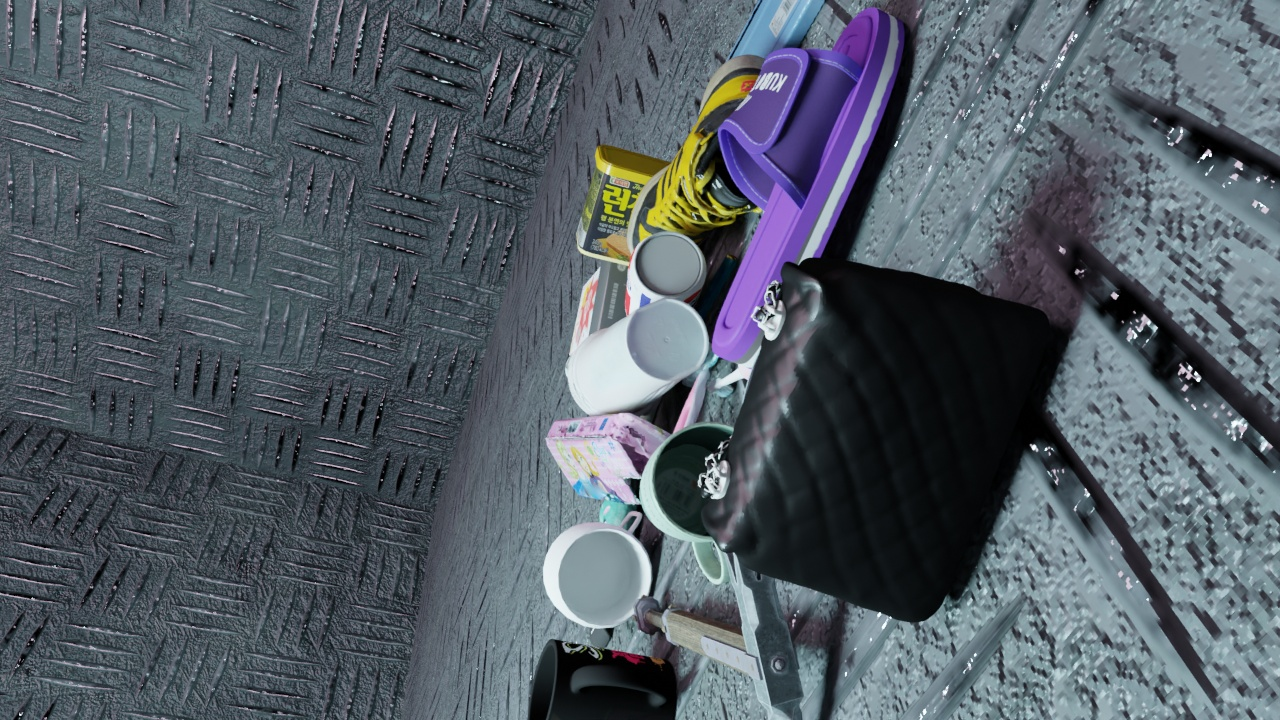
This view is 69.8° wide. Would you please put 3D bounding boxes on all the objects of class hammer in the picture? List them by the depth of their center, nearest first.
[{"bbox_3d":[0.040,0.196,0.643,0.317,0.028,0.147,141,117,-74],"label":"hammer"}]

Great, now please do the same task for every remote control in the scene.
[{"bbox_3d":[-0.042,0.236,0.975,0.146,0.015,0.033,-93,23,-50],"label":"remote control"}]

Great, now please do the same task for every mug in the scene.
[{"bbox_3d":[0.044,0.108,0.672,0.104,0.084,0.111,124,130,-73],"label":"mug"},{"bbox_3d":[-0.026,0.263,0.718,0.118,0.098,0.081,123,157,-51],"label":"mug"},{"bbox_3d":[-0.035,0.189,0.852,0.115,0.094,0.068,-55,8,-15],"label":"mug"}]

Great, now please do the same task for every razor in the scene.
[{"bbox_3d":[0.056,-0.038,0.869,0.042,0.022,0.144,-100,29,-56],"label":"razor"}]

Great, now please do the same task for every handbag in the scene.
[{"bbox_3d":[0.096,0.025,0.439,0.114,0.125,0.154,-118,44,-70],"label":"handbag"}]

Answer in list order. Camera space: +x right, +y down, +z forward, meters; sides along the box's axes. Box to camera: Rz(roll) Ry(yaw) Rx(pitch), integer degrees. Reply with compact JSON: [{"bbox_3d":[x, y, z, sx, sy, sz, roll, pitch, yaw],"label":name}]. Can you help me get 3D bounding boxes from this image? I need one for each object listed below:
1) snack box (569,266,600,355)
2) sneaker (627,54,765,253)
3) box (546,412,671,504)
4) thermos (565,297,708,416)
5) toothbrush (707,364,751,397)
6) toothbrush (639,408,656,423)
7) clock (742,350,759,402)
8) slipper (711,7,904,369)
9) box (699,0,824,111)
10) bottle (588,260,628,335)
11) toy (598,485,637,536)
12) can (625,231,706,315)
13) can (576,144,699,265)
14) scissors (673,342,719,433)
[{"bbox_3d":[-0.031,-0.049,1.090,0.095,0.079,0.093,147,136,-69],"label":"snack box"},{"bbox_3d":[0.056,-0.150,0.839,0.121,0.086,0.239,-85,20,-48],"label":"sneaker"},{"bbox_3d":[-0.034,0.099,0.895,0.070,0.084,0.231,-65,17,-14],"label":"box"},{"bbox_3d":[-0.005,0.005,0.848,0.221,0.099,0.099,148,135,-72],"label":"thermos"},{"bbox_3d":[0.095,-0.003,0.676,0.027,0.026,0.223,-60,7,-21],"label":"toothbrush"},{"bbox_3d":[0.018,0.021,0.963,0.022,0.015,0.155,-1,-70,-69],"label":"toothbrush"},{"bbox_3d":[0.095,0.036,0.550,0.122,0.045,0.160,-93,14,-60],"label":"clock"},{"bbox_3d":[0.090,-0.132,0.639,0.107,0.084,0.266,-145,76,-79],"label":"slipper"},{"bbox_3d":[0.111,-0.304,0.886,0.210,0.043,0.124,123,156,-47],"label":"box"},{"bbox_3d":[-0.014,-0.022,0.995,0.046,0.083,0.173,148,134,-70],"label":"bottle"},{"bbox_3d":[-0.027,0.170,0.949,0.105,0.033,0.085,-98,26,-61],"label":"toy"},{"bbox_3d":[0.022,-0.070,0.872,0.132,0.070,0.070,101,-179,-76],"label":"can"},{"bbox_3d":[0.005,-0.154,0.962,0.072,0.130,0.101,-101,27,-60],"label":"can"},{"bbox_3d":[0.051,0.013,0.789,0.177,0.013,0.170,134,156,-84],"label":"scissors"}]
